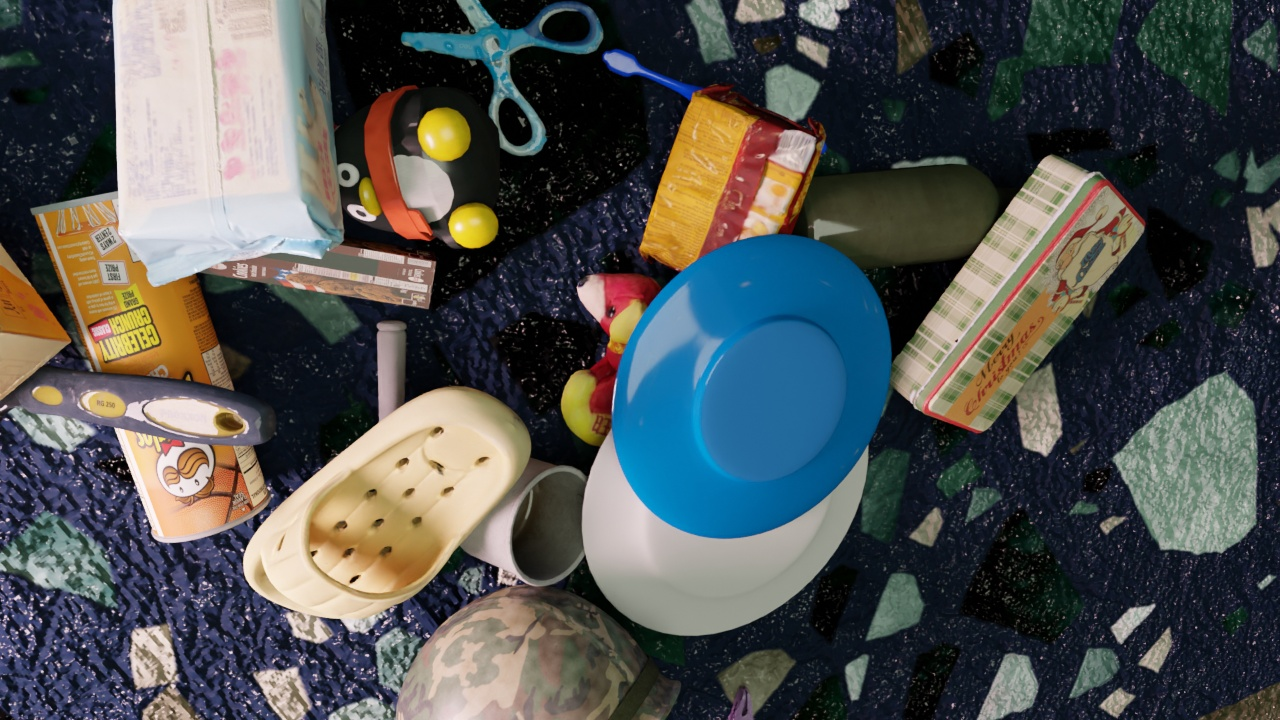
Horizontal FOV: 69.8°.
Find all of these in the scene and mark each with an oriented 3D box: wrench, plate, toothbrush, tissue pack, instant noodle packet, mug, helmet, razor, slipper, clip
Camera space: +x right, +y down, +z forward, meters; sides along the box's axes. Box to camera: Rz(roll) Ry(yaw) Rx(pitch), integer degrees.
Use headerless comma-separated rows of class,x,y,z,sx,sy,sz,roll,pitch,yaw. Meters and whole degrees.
wrench,-0.332,0.019,0.540,0.274,0.022,0.073,6,103,17
plate,0.072,0.102,0.681,0.242,0.016,0.243,-9,112,-22
toothbrush,0.055,-0.183,0.656,0.182,0.018,0.016,17,99,-20
tissue pack,-0.235,-0.136,0.528,0.112,0.070,0.181,-8,81,1
instant noodle packet,0.063,-0.116,0.636,0.098,0.039,0.136,24,108,14
mug,-0.073,0.105,0.659,0.113,0.071,0.084,-23,115,-45
helmet,-0.066,0.280,0.646,0.236,0.192,0.225,44,118,5
plate,0.088,0.026,0.635,0.224,0.024,0.224,-8,110,-22
razor,-0.174,0.030,0.641,0.088,0.047,0.116,0,96,-14
slipper,-0.168,0.117,0.592,0.111,0.079,0.262,35,121,-25
clip,0.083,0.307,0.787,0.046,0.014,0.050,-26,112,-3

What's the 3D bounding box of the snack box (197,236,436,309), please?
snack box,-0.208,-0.065,0.600,0.140,0.051,0.032,9,101,-16

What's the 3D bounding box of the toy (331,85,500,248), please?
toy,-0.148,-0.123,0.579,0.119,0.099,0.098,-5,127,11

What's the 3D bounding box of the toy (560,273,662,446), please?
toy,-0.004,0.004,0.665,0.105,0.067,0.137,-2,112,-17

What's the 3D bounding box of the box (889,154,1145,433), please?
box,0.283,-0.042,0.689,0.117,0.050,0.206,20,111,-43

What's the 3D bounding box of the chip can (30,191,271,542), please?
chip can,-0.304,0.002,0.580,0.075,0.075,0.215,-14,107,-10

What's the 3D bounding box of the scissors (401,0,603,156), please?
scissors,-0.085,-0.212,0.615,0.134,0.012,0.134,-35,108,-3

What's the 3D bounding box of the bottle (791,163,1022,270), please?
bottle,0.207,-0.108,0.680,0.206,0.071,0.071,-7,105,-12

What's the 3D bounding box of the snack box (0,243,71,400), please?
snack box,-0.437,-0.041,0.508,0.145,0.080,0.195,-40,84,0
